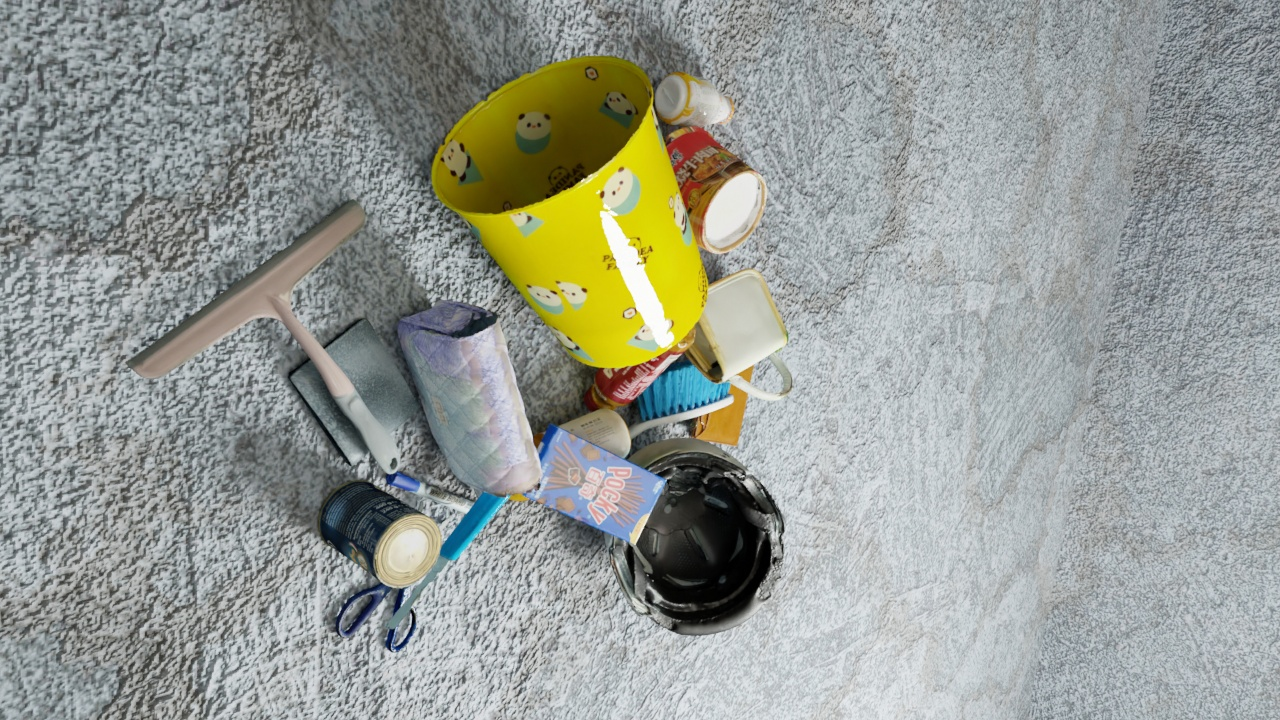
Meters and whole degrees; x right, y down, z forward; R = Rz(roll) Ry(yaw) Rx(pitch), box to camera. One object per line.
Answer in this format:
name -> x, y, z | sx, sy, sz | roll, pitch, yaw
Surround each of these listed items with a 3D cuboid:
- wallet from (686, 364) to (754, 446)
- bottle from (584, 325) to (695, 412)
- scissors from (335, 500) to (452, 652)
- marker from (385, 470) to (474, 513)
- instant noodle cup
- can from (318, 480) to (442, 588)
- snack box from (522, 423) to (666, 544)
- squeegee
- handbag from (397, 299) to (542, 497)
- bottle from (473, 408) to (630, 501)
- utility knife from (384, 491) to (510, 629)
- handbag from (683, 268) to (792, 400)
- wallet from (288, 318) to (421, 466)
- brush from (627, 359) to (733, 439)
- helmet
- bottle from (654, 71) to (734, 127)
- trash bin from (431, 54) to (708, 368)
wallet -> 0.113, 0.054, 1.320 | 0.119, 0.035, 0.130 | 12, 90, -51
bottle -> -0.006, 0.006, 1.089 | 0.057, 0.175, 0.057 | 24, 43, -25
scissors -> -0.260, 0.243, 0.996 | 0.162, 0.012, 0.164 | -30, 122, -37
marker -> -0.219, 0.150, 1.007 | 0.145, 0.017, 0.017 | 35, 76, -46
instant noodle cup -> 0.080, -0.201, 1.122 | 0.137, 0.108, 0.138 | -30, 140, -29
can -> -0.256, 0.170, 0.903 | 0.075, 0.111, 0.075 | -16, 113, -43
snack box -> -0.053, 0.142, 1.041 | 0.157, 0.026, 0.084 | 29, 85, -26
squeegee -> -0.287, 0.020, 0.859 | 0.247, 0.040, 0.250 | -48, 128, -30
handbag -> -0.174, 0.040, 0.936 | 0.075, 0.134, 0.194 | -35, 124, -35
bottle -> -0.103, 0.115, 1.068 | 0.189, 0.068, 0.068 | -21, 117, -25
utility knife -> -0.196, 0.195, 0.990 | 0.238, 0.034, 0.018 | -51, 130, -7
handbag -> 0.131, -0.019, 1.216 | 0.162, 0.063, 0.178 | -27, 89, -45
wallet -> -0.280, 0.031, 0.908 | 0.097, 0.019, 0.121 | -45, 129, -31
brush -> 0.002, 0.071, 1.186 | 0.313, 0.061, 0.109 | -14, 101, -33
helmet -> 0.057, 0.211, 1.200 | 0.230, 0.157, 0.274 | -32, 120, -1
bottle -> 0.069, -0.318, 1.135 | 0.108, 0.063, 0.063 | -3, 104, -45
trash bin -> -0.054, -0.140, 0.955 | 0.229, 0.230, 0.255 | -53, 139, -22
